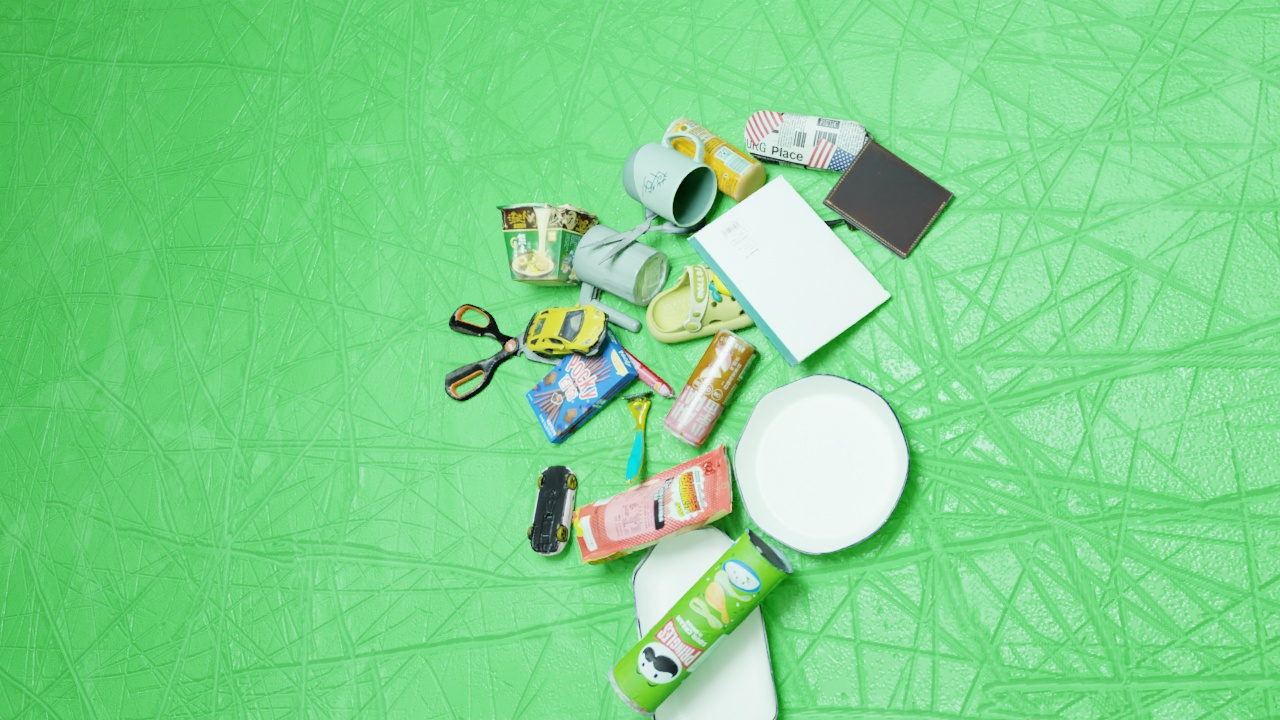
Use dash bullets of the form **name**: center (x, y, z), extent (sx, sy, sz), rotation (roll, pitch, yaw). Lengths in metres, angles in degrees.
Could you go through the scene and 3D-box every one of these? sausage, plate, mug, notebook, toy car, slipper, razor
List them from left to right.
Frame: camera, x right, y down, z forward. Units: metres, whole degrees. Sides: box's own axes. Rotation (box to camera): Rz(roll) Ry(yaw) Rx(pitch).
- **toy car**: center (-0.114, 0.200, 1.221), extent (0.056, 0.037, 0.122), rotation (-3, 63, 24)
- **toy car**: center (-0.100, -0.041, 1.235), extent (0.156, 0.041, 0.071), rotation (1, 66, 49)
- **mug**: center (-0.029, -0.109, 1.241), extent (0.103, 0.083, 0.124), rotation (27, 116, 29)
- **sausage**: center (-0.007, 0.007, 1.224), extent (0.156, 0.020, 0.020), rotation (40, 96, 31)
- **razor**: center (-0.006, 0.100, 1.180), extent (0.043, 0.028, 0.132), rotation (-11, 54, 23)
- **mug**: center (0.040, -0.245, 1.196), extent (0.106, 0.082, 0.112), rotation (37, 115, 37)
- **slipper**: center (0.083, -0.080, 1.165), extent (0.191, 0.081, 0.091), rotation (-20, 66, 25)
- **plate**: center (0.078, 0.330, 1.085), extent (0.162, 0.034, 0.265), rotation (-18, 69, 23)
- **notebook**: center (0.178, -0.112, 1.114), extent (0.150, 0.012, 0.209), rotation (-35, 73, -7)
- **plate**: center (0.211, 0.120, 1.066), extent (0.205, 0.045, 0.204), rotation (-7, 73, 25)

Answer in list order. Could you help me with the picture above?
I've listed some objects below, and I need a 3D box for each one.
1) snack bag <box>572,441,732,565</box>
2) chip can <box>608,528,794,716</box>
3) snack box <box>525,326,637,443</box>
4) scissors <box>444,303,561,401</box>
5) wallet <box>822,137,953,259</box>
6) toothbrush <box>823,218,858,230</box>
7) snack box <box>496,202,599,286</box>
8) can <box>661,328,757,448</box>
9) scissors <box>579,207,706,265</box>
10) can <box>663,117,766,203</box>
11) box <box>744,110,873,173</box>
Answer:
- **snack bag**: center (0.018, 0.180, 1.128), extent (0.208, 0.073, 0.128), rotation (-25, 27, 21)
- **chip can**: center (0.067, 0.296, 1.038), extent (0.236, 0.072, 0.072), rotation (-47, 61, 9)
- **snack box**: center (-0.082, 0.033, 1.241), extent (0.157, 0.026, 0.084), rotation (-42, 61, 21)
- **scissors**: center (-0.207, -0.024, 1.335), extent (0.221, 0.021, 0.223), rotation (-44, 61, 11)
- **wallet**: center (0.295, -0.194, 1.099), extent (0.122, 0.020, 0.096), rotation (37, 100, 9)
- **toothbrush**: center (0.179, -0.160, 1.169), extent (0.213, 0.026, 0.027), rotation (-8, 102, 25)
- **snack box**: center (-0.130, -0.158, 1.286), extent (0.118, 0.118, 0.105), rotation (2, 88, 28)
- **can**: center (0.087, 0.034, 1.146), extent (0.058, 0.058, 0.147), rotation (32, 92, 30)
- **scissors**: center (0.006, -0.175, 1.216), extent (0.159, 0.014, 0.171), rotation (3, 45, 8)
- **can**: center (0.097, -0.267, 1.220), extent (0.146, 0.058, 0.058), rotation (41, 97, 30)
- **box**: center (0.206, -0.275, 1.153), extent (0.164, 0.079, 0.074), rotation (16, 89, 24)
